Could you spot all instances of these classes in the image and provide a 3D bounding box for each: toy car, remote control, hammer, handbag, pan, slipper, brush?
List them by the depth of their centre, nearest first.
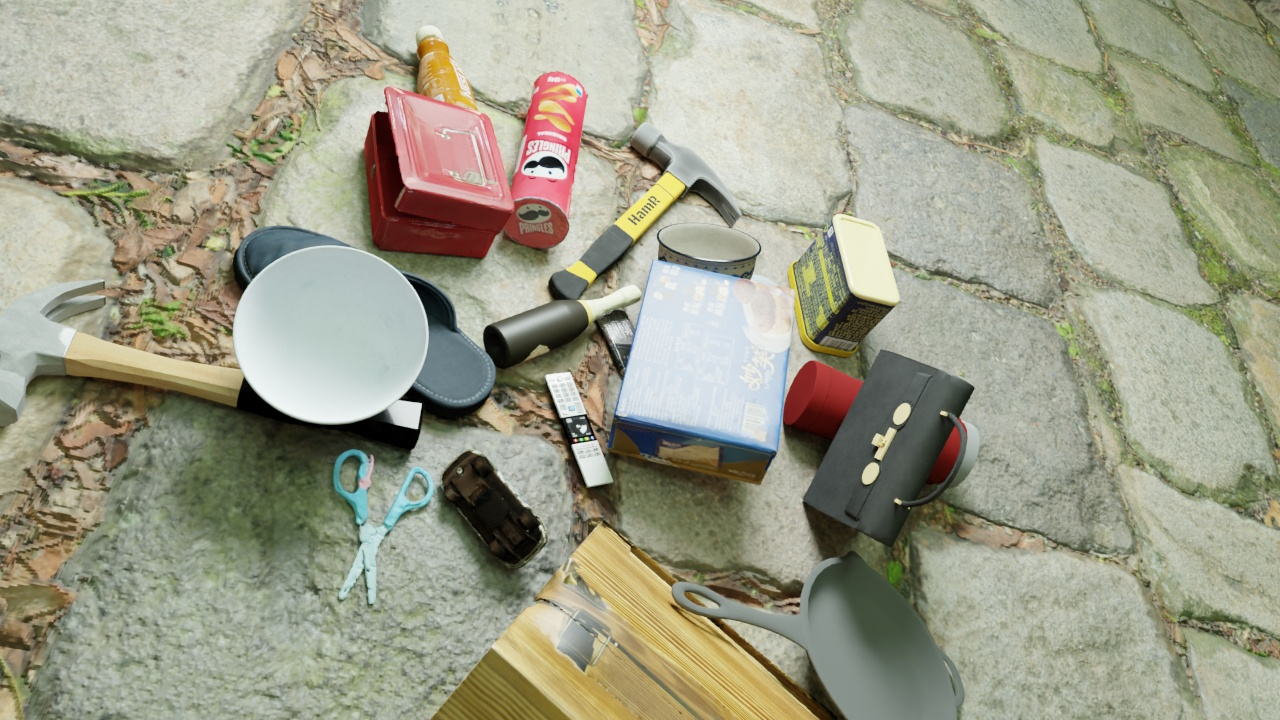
[{"bbox_3d":[-0.345,0.020,0.756,0.328,0.039,0.131,14,50,-18],"label":"hammer"},{"bbox_3d":[-0.125,0.126,0.787,0.048,0.040,0.113,-43,72,-1],"label":"toy car"},{"bbox_3d":[0.163,0.252,0.809,0.354,0.024,0.216,25,39,-29],"label":"pan"},{"bbox_3d":[-0.242,-0.056,0.834,0.265,0.084,0.108,34,50,2],"label":"slipper"},{"bbox_3d":[0.250,0.089,0.858,0.072,0.196,0.176,27,91,-7],"label":"handbag"},{"bbox_3d":[-0.061,0.066,0.884,0.028,0.012,0.124,-7,60,-31],"label":"remote control"},{"bbox_3d":[-0.006,0.006,0.957,0.038,0.012,0.151,-10,61,-30],"label":"brush"},{"bbox_3d":[-0.004,-0.158,1.071,0.170,0.034,0.323,39,49,2],"label":"hammer"}]

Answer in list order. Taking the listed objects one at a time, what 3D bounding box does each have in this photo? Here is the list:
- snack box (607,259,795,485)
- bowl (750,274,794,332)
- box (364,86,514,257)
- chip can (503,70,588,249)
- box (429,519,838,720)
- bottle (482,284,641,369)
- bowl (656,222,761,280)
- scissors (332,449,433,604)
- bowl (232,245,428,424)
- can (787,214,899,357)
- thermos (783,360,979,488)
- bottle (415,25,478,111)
[{"bbox_3d":[0.064,0.007,0.913,0.155,0.069,0.202,12,53,1],"label":"snack box"},{"bbox_3d":[0.136,-0.060,1.062,0.106,0.039,0.106,14,51,-18],"label":"bowl"},{"bbox_3d":[-0.214,-0.191,0.952,0.129,0.098,0.157,5,51,-30],"label":"box"},{"bbox_3d":[-0.105,-0.234,1.046,0.073,0.073,0.232,17,49,-15],"label":"chip can"},{"bbox_3d":[-0.013,0.307,0.662,0.279,0.286,0.336,41,6,7],"label":"box"},{"bbox_3d":[-0.072,-0.043,0.934,0.184,0.046,0.045,-24,70,-36],"label":"bottle"},{"bbox_3d":[0.072,-0.105,1.019,0.115,0.059,0.115,5,28,-3],"label":"bowl"},{"bbox_3d":[-0.208,0.138,0.759,0.095,0.015,0.142,3,62,-26],"label":"scissors"},{"bbox_3d":[-0.249,-0.012,0.744,0.144,0.074,0.143,5,74,-17],"label":"bowl"},{"bbox_3d":[0.241,-0.091,1.094,0.075,0.105,0.135,11,52,-20],"label":"can"},{"bbox_3d":[0.263,0.064,1.011,0.198,0.084,0.107,22,32,-9],"label":"thermos"},{"bbox_3d":[-0.229,-0.323,1.056,0.059,0.059,0.167,-2,54,-28],"label":"bottle"}]
